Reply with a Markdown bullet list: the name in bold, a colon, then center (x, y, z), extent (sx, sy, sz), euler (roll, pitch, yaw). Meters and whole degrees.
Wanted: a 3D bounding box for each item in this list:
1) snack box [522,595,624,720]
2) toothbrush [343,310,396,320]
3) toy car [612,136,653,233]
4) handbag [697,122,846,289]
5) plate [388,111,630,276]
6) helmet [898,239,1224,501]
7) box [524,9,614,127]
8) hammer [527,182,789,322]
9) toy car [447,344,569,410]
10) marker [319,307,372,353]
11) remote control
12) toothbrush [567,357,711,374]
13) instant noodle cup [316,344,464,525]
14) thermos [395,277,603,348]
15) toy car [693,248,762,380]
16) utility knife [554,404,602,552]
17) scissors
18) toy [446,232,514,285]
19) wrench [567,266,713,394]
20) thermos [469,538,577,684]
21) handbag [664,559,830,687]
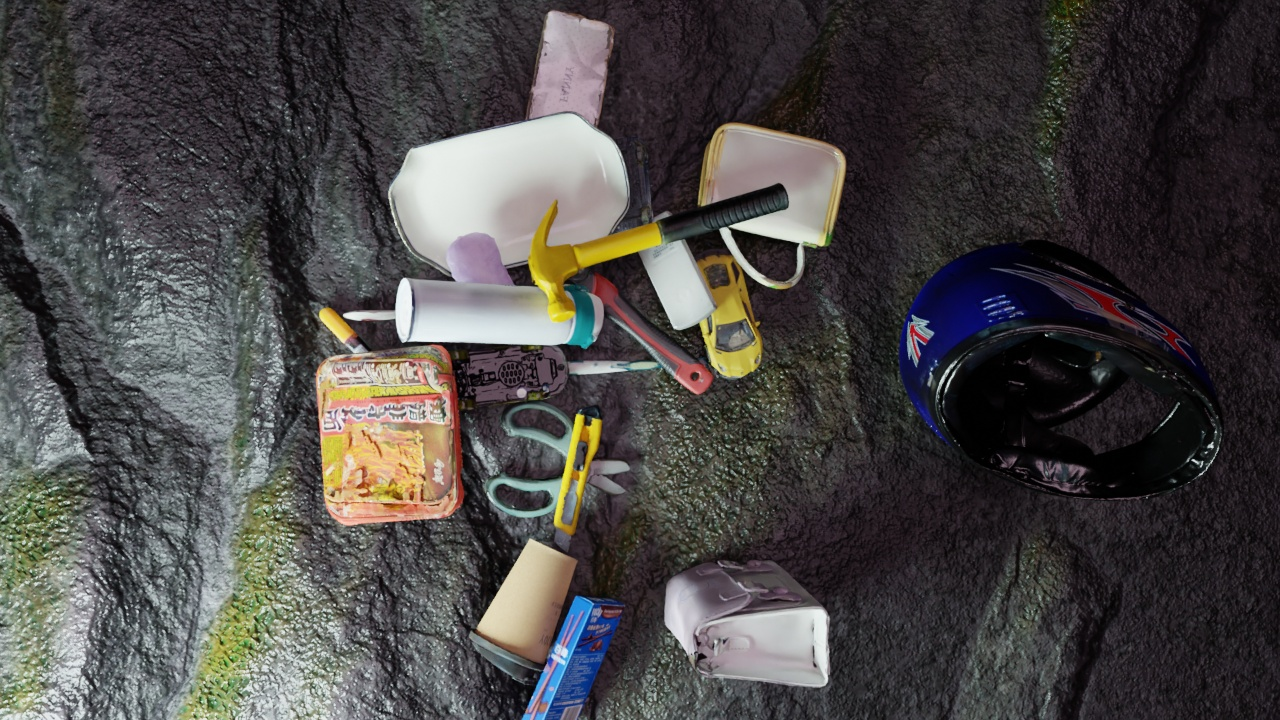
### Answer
- **snack box**: center (-0.074, 0.341, 1.029), extent (0.026, 0.084, 0.157), euler (21, 84, 29)
- **toothbrush**: center (-0.248, -0.050, 1.062), extent (0.187, 0.016, 0.017), euler (0, 97, -6)
- **toy car**: center (-0.015, -0.203, 1.076), extent (0.054, 0.036, 0.120), euler (-7, 83, 17)
- **handbag**: center (0.146, -0.176, 1.081), extent (0.163, 0.063, 0.178), euler (11, 83, -6)
- **plate**: center (-0.146, -0.188, 1.034), extent (0.266, 0.034, 0.162), euler (-13, 119, 3)
- **helmet**: center (0.448, -0.001, 1.014), extent (0.315, 0.239, 0.248), euler (20, 124, 2)
- **box**: center (-0.084, -0.319, 1.068), extent (0.090, 0.062, 0.184), euler (13, 85, -7)
- **hammer**: center (0.021, -0.142, 1.012), extent (0.300, 0.033, 0.128), euler (-17, 77, -10)
- **toy car**: center (-0.160, 0.018, 1.053), extent (0.158, 0.042, 0.070), euler (-6, 88, -1)
- **marker**: center (-0.321, -0.013, 1.054), extent (0.018, 0.015, 0.124), euler (-43, 95, -5)
- **remote control**: center (0.038, -0.104, 1.068), extent (0.056, 0.019, 0.135), euler (-30, 75, 18)
- **toothbrush**: center (-0.006, 0.006, 1.085), extent (0.191, 0.018, 0.016), euler (-2, 88, -4)
- **instant noodle cup**: center (-0.265, 0.082, 1.006), extent (0.165, 0.079, 0.188), euler (-4, 88, 15)
- **thermos**: center (-0.148, -0.053, 1.003), extent (0.223, 0.073, 0.073), euler (1, 87, -28)
- **toy car**: center (0.101, -0.055, 1.077), extent (0.071, 0.041, 0.155), euler (-12, 80, -6)
- **utility knife**: center (-0.072, 0.134, 1.053), extent (0.033, 0.015, 0.173), euler (12, 87, -4)
- **scissors**: center (-0.096, 0.106, 1.069), extent (0.177, 0.019, 0.169), euler (-7, 88, -5)
- **toy**: center (-0.174, -0.096, 1.038), extent (0.083, 0.039, 0.108), euler (-34, 111, -13)
- **wrench**: center (-0.020, -0.062, 1.075), extent (0.056, 0.016, 0.273), euler (-44, 87, -3)
- **thermos**: center (-0.126, 0.278, 1.027), extent (0.093, 0.093, 0.143), euler (26, 78, -4)
- **handbag**: center (0.108, 0.278, 0.994), extent (0.145, 0.197, 0.098), euler (-4, 90, -6)
